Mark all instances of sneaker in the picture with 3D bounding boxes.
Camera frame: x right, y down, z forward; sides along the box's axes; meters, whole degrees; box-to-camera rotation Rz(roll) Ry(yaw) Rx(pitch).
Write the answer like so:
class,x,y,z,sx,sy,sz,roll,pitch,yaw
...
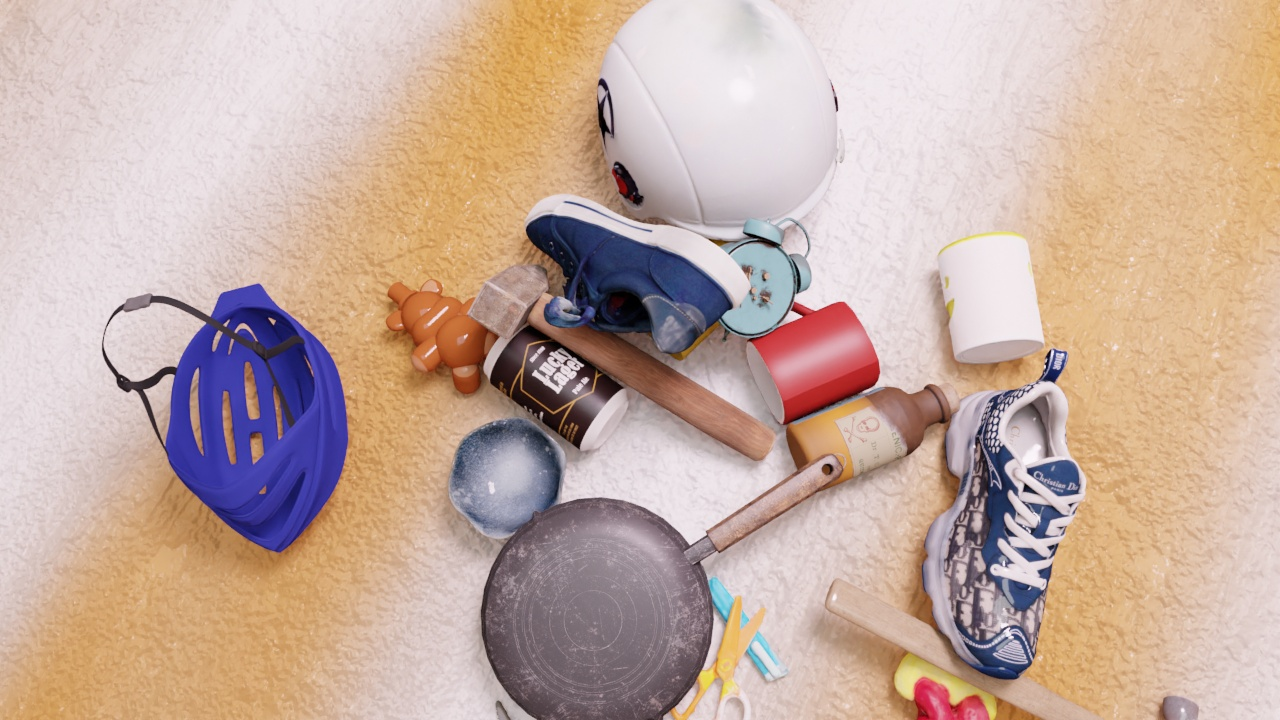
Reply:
class,x,y,z,sx,sy,sz,roll,pitch,yaw
sneaker,0.317,0.124,0.768,0.103,0.133,0.268,17,62,-2
sneaker,-0.041,-0.068,0.816,0.127,0.120,0.295,-51,38,-9

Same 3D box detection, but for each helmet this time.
class,x,y,z,sx,sy,sz,roll,pitch,yaw
helmet,0.073,-0.253,0.876,0.236,0.164,0.263,-21,57,-3
helmet,-0.356,0.038,0.791,0.148,0.228,0.241,-13,72,8

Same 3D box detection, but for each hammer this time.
class,x,y,z,sx,sy,sz,roll,pitch,yaw
hammer,0.309,0.269,0.766,0.331,0.031,0.119,28,57,3
hammer,-0.005,0.005,0.857,0.301,0.157,0.037,31,105,-3

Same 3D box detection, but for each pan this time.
class,x,y,z,sx,sy,sz,roll,pitch,yaw
pan,0.026,0.177,0.782,0.357,0.040,0.207,-33,82,-1

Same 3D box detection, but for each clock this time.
class,x,y,z,sx,sy,sz,roll,pitch,yaw
clock,0.105,-0.079,0.838,0.124,0.053,0.090,-45,117,-9

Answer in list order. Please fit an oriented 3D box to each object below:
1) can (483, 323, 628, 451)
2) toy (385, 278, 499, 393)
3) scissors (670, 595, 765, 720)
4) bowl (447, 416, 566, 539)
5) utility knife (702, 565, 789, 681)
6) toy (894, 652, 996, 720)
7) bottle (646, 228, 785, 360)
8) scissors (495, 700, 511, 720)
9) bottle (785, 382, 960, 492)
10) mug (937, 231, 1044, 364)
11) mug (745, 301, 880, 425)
class,x,y,z,sx,sy,sz,roll,pitch,yaw
can,-0.079,0.024,0.866,0.128,0.072,0.071,35,77,12
toy,-0.197,-0.030,0.900,0.128,0.065,0.094,36,69,20
scissors,0.085,0.272,0.806,0.084,0.012,0.133,35,88,10
bowl,-0.120,0.111,0.850,0.110,0.055,0.110,0,73,1
utility knife,0.079,0.219,0.830,0.022,0.015,0.158,-34,77,-8
toy,0.254,0.312,0.779,0.105,0.067,0.137,34,65,9
bottle,0.076,-0.079,0.895,0.163,0.071,0.071,-43,76,-10
scissors,-0.072,0.398,0.782,0.166,0.016,0.225,-16,73,-3
bottle,0.218,0.062,0.846,0.157,0.068,0.067,-21,74,-5
mug,0.332,-0.058,0.872,0.082,0.082,0.106,-4,74,1
mug,0.154,-0.011,0.866,0.096,0.080,0.116,-23,67,-5
